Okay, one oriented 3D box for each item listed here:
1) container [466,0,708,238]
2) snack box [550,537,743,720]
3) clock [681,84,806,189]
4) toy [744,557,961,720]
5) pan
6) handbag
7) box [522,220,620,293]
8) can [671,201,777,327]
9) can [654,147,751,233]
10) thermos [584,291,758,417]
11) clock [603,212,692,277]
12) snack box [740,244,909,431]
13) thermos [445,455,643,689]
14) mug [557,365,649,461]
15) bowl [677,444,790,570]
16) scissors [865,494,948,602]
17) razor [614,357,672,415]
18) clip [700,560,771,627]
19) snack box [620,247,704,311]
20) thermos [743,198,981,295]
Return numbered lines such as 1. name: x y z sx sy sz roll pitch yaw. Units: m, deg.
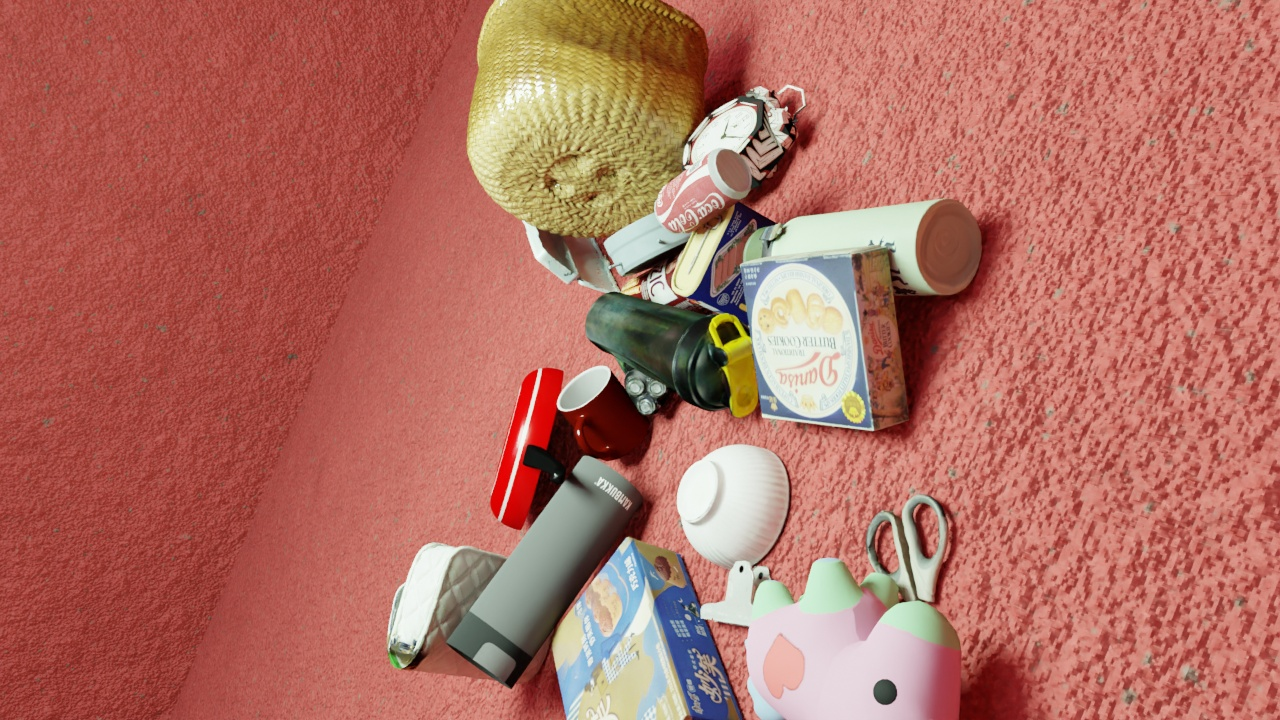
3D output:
1. container: -0.067 -0.293 1.145 0.308 0.306 0.196 -30 49 47
2. snack box: -0.003 0.294 0.850 0.155 0.069 0.202 -55 31 23
3. clock: 0.124 -0.244 1.022 0.155 0.065 0.114 -38 37 16
4. toy: 0.137 0.229 0.634 0.223 0.120 0.170 -40 35 51
5. pan: -0.130 0.111 1.095 0.356 0.067 0.209 -176 102 -82
6. handbag: -0.182 0.283 1.023 0.073 0.194 0.138 3 71 40
7. box: -0.104 -0.157 1.269 0.041 0.134 0.197 -47 33 17
8. can: 0.097 -0.101 0.940 0.116 0.092 0.056 -65 29 4
9. can: 0.059 -0.163 0.893 0.097 0.054 0.054 -28 47 49
10. thermos: 0.032 -0.017 0.953 0.221 0.098 0.098 24 91 49
11. clock: 0.029 -0.141 1.049 0.123 0.159 0.045 -25 89 35
12. snack box: 0.152 -0.019 0.774 0.145 0.042 0.145 3 104 60
13. thermos: -0.098 0.221 0.966 0.240 0.082 0.082 -53 25 -19
14. mug: -0.045 0.070 1.031 0.073 0.082 0.105 -22 30 27
15. bowl: 0.075 0.128 0.846 0.118 0.062 0.117 -38 40 41
16. scissors: 0.195 0.181 0.664 0.121 0.012 0.171 -6 69 58
17. razor: -0.006 0.006 1.056 0.054 0.067 0.151 -59 37 18
18. clip: 0.087 0.203 0.797 0.102 0.050 0.058 -13 72 55
19. snack box: 0.037 -0.081 1.047 0.122 0.072 0.072 -23 51 52
20. thermos: 0.179 -0.096 0.809 0.232 0.082 0.082 7 76 60
